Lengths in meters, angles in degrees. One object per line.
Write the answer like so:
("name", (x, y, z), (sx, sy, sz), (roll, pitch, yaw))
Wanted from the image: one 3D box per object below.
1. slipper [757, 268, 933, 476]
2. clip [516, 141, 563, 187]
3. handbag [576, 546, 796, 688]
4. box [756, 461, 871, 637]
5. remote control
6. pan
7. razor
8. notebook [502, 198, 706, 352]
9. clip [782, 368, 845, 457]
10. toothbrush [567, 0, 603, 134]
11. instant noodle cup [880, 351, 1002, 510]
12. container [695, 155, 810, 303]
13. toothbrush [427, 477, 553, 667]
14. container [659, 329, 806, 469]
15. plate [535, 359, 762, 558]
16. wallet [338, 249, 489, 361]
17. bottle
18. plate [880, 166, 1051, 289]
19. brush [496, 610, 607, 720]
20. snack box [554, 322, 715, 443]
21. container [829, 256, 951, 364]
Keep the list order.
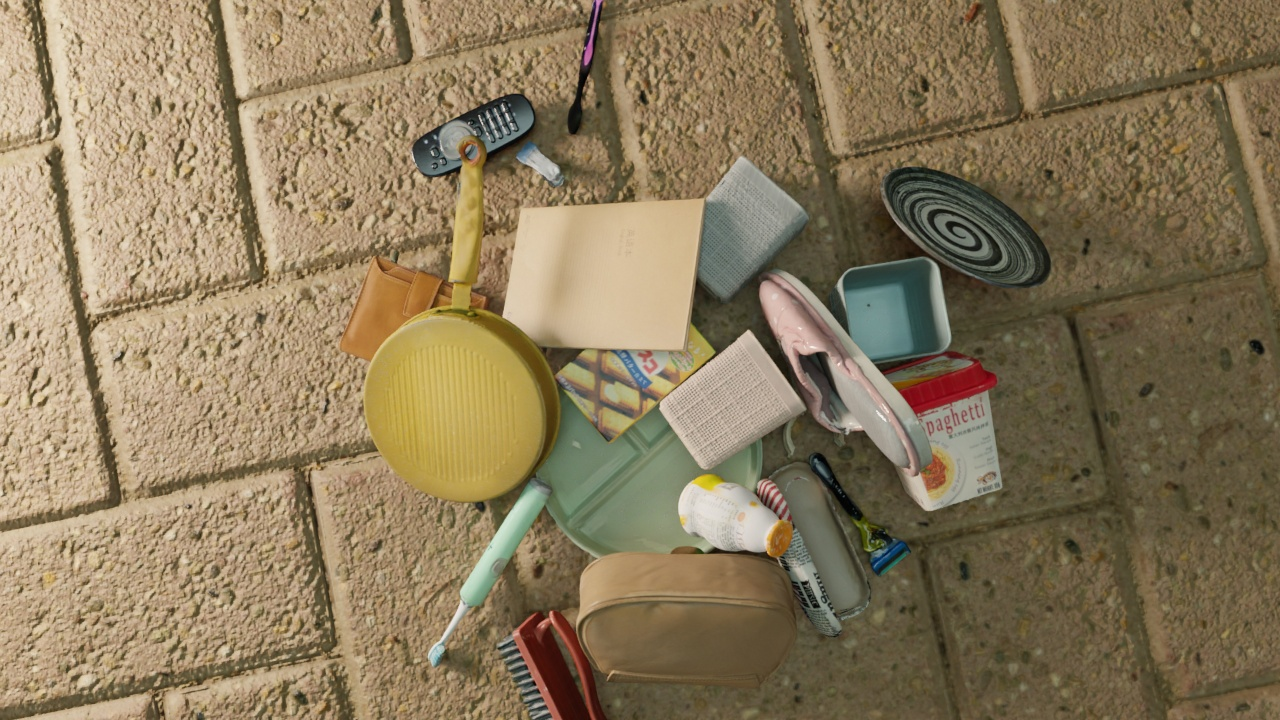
("slipper", (0.167, 0.009, 0.830), (0.054, 0.114, 0.274), (-29, 43, -3))
("clip", (-0.104, -0.204, 0.955), (0.057, 0.028, 0.024), (43, 88, 14))
("handbag", (0.043, 0.245, 0.877), (0.204, 0.099, 0.148), (2, 126, 2))
("box", (0.168, 0.182, 0.887), (0.075, 0.085, 0.162), (-22, 88, 6))
("remote control", (-0.173, -0.233, 0.958), (0.136, 0.024, 0.053), (-25, 87, 3))
("pan", (-0.172, -0.035, 0.895), (0.198, 0.078, 0.358), (5, 107, 12))
("razor", (0.209, 0.147, 0.908), (0.042, 0.022, 0.143), (-39, 98, -7))
("notebook", (-0.041, -0.083, 0.899), (0.212, 0.012, 0.149), (2, 78, 28))
("clip", (0.159, 0.057, 0.919), (0.098, 0.035, 0.099), (-41, 81, -1))
("toothbrush", (-0.054, -0.327, 0.965), (0.014, 0.018, 0.189), (10, 84, 3))
("instant noodle cup", (0.283, 0.067, 0.879), (0.116, 0.116, 0.124), (-19, 97, 1))
("container", (0.093, -0.123, 0.907), (0.090, 0.090, 0.114), (43, 93, 5))
("toothbrush", (-0.155, 0.214, 0.921), (0.026, 0.027, 0.224), (27, 101, -36))
("container", (0.084, 0.040, 0.870), (0.111, 0.090, 0.090), (-36, 85, 5))
("plate", (0.007, 0.095, 0.929), (0.230, 0.027, 0.230), (0, 87, 4))
("wallet", (-0.231, -0.044, 0.950), (0.131, 0.035, 0.119), (20, 94, 4))
("bottle", (0.089, 0.148, 0.857), (0.108, 0.063, 0.063), (18, 87, 42))
("plate", (0.306, -0.124, 0.878), (0.179, 0.178, 0.024), (31, 132, 4))
("brush", (-0.078, 0.322, 0.903), (0.069, 0.063, 0.146), (-26, 87, 14))
("snack box", (-0.005, 0.005, 0.906), (0.140, 0.034, 0.087), (-40, 85, -2))
("container", (0.233, -0.041, 0.882), (0.090, 0.111, 0.090), (-9, 85, 2))
